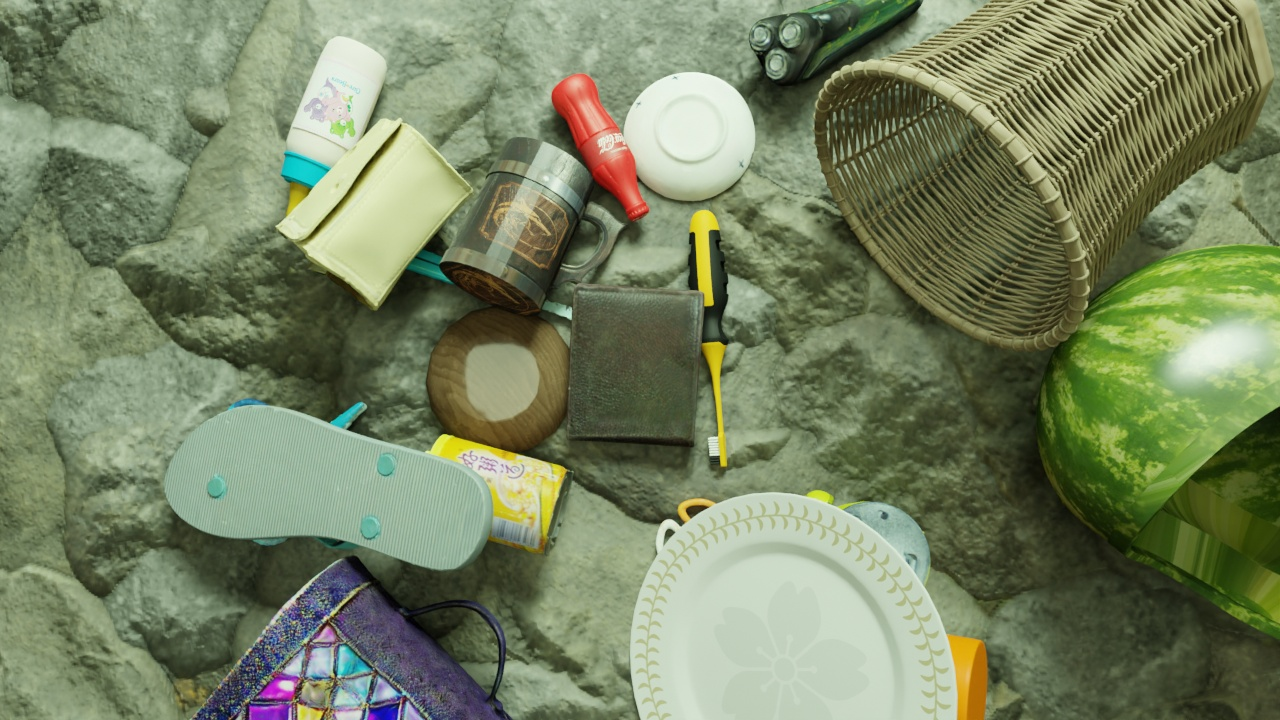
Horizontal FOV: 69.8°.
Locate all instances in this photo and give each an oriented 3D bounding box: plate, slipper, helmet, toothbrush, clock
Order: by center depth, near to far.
[{"bbox_3d":[0.389,0.037,0.591,0.247,0.214,0.242,19,48,11],"label":"helmet"},{"bbox_3d":[0.097,0.213,0.635,0.243,0.016,0.242,-5,82,34],"label":"plate"},{"bbox_3d":[-0.220,0.088,0.660,0.269,0.054,0.098,5,85,20],"label":"slipper"},{"bbox_3d":[0.151,0.140,0.672,0.119,0.057,0.083,11,87,2],"label":"clock"},{"bbox_3d":[0.055,-0.017,0.703,0.031,0.031,0.196,-5,90,15],"label":"toothbrush"},{"bbox_3d":[0.039,-0.179,0.715,0.104,0.026,0.104,0,85,1],"label":"plate"}]

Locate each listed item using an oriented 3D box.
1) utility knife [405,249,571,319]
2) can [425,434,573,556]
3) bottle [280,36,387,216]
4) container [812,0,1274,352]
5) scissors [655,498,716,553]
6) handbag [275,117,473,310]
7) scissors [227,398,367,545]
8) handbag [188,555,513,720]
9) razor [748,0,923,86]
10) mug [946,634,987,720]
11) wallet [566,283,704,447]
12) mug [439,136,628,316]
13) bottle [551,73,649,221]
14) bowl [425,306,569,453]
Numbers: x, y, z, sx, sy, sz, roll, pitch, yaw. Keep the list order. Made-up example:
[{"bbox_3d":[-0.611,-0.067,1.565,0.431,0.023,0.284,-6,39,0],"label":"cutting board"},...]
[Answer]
[{"bbox_3d":[-0.129,-0.065,0.717,0.181,0.015,0.022,18,66,1],"label":"utility knife"},{"bbox_3d":[-0.108,0.099,0.676,0.105,0.067,0.067,15,86,2],"label":"can"},{"bbox_3d":[-0.243,-0.174,0.709,0.051,0.051,0.146,20,86,3],"label":"bottle"},{"bbox_3d":[0.267,-0.153,0.618,0.196,0.227,0.227,-39,86,-9],"label":"container"},{"bbox_3d":[0.065,0.164,0.695,0.064,0.013,0.128,-40,85,-1],"label":"scissors"},{"bbox_3d":[-0.199,-0.109,0.668,0.119,0.111,0.081,-52,128,-9],"label":"handbag"},{"bbox_3d":[-0.270,0.072,0.711,0.134,0.011,0.137,-45,85,0],"label":"scissors"},{"bbox_3d":[-0.183,0.260,0.635,0.205,0.125,0.222,44,81,4],"label":"handbag"},{"bbox_3d":[0.155,-0.259,0.701,0.151,0.067,0.054,-27,89,-9],"label":"razor"},{"bbox_3d":[0.189,0.239,0.646,0.096,0.077,0.113,2,128,30],"label":"mug"},{"bbox_3d":[-0.004,0.004,0.689,0.099,0.031,0.120,3,100,2],"label":"wallet"},{"bbox_3d":[-0.075,-0.091,0.686,0.115,0.080,0.107,30,74,-25],"label":"mug"},{"bbox_3d":[-0.028,-0.163,0.710,0.036,0.036,0.119,-28,86,-1],"label":"bottle"},{"bbox_3d":[-0.109,0.014,0.701,0.118,0.030,0.118,0,86,1],"label":"bowl"}]
